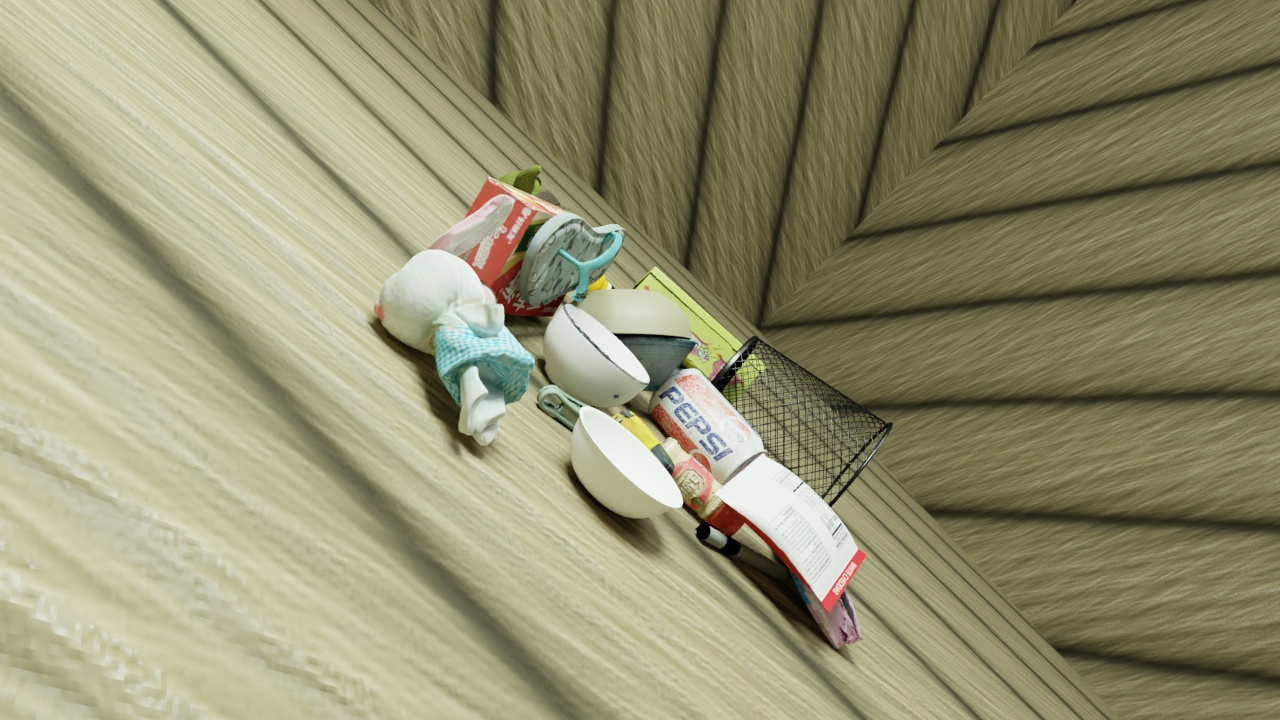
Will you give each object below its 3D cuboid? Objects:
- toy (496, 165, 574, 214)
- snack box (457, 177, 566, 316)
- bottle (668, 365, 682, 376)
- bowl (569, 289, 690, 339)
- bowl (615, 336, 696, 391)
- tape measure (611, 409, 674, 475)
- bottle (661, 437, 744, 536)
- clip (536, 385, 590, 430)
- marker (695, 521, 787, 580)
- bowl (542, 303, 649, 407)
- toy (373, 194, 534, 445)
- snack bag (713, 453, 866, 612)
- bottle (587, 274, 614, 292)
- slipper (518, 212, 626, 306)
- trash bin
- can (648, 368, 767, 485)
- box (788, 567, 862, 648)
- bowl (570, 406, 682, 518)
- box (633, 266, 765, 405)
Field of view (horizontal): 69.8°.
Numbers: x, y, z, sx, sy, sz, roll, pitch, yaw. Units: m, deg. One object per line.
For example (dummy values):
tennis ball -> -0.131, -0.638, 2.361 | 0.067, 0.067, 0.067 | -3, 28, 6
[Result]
toy -> -0.133, -0.175, 1.187 | 0.153, 0.078, 0.180 | 54, -33, -11
snack box -> -0.119, -0.107, 0.932 | 0.060, 0.113, 0.236 | 34, 8, 9
bottle -> 0.077, 0.048, 1.326 | 0.113, 0.030, 0.030 | 43, 10, -4
bowl -> -0.019, -0.050, 1.027 | 0.152, 0.050, 0.152 | 1, -3, 0
bowl -> -0.006, 0.006, 1.033 | 0.137, 0.057, 0.137 | 1, -2, 0
tape measure -> -0.001, 0.083, 0.835 | 0.064, 0.037, 0.065 | 49, -6, 31
bottle -> 0.055, 0.123, 0.886 | 0.109, 0.044, 0.044 | 43, 10, -3
clip -> -0.063, 0.045, 0.809 | 0.076, 0.023, 0.059 | 38, 10, -38
marker -> 0.100, 0.185, 0.880 | 0.140, 0.016, 0.016 | 35, 13, -41
bowl -> -0.052, 0.004, 0.900 | 0.113, 0.063, 0.113 | 41, 10, -9
toy -> -0.137, -0.019, 0.660 | 0.105, 0.131, 0.205 | 0, 44, -15
snack bag -> 0.148, 0.156, 0.875 | 0.144, 0.039, 0.130 | 45, 28, 12
bottle -> -0.098, -0.140, 1.382 | 0.143, 0.043, 0.043 | 38, 11, -28
slipper -> -0.056, -0.094, 0.944 | 0.055, 0.098, 0.268 | 34, 12, 7
trash bin -> 0.188, 0.087, 1.206 | 0.210, 0.184, 0.184 | 39, 9, 9
can -> 0.076, 0.079, 1.053 | 0.136, 0.078, 0.078 | 48, 11, 26
box -> 0.185, 0.208, 0.977 | 0.084, 0.053, 0.230 | 57, 6, -15
bowl -> -0.020, 0.090, 0.729 | 0.110, 0.040, 0.110 | 42, 10, -9
box -> 0.065, -0.030, 1.354 | 0.221, 0.080, 0.124 | 44, -15, -2
